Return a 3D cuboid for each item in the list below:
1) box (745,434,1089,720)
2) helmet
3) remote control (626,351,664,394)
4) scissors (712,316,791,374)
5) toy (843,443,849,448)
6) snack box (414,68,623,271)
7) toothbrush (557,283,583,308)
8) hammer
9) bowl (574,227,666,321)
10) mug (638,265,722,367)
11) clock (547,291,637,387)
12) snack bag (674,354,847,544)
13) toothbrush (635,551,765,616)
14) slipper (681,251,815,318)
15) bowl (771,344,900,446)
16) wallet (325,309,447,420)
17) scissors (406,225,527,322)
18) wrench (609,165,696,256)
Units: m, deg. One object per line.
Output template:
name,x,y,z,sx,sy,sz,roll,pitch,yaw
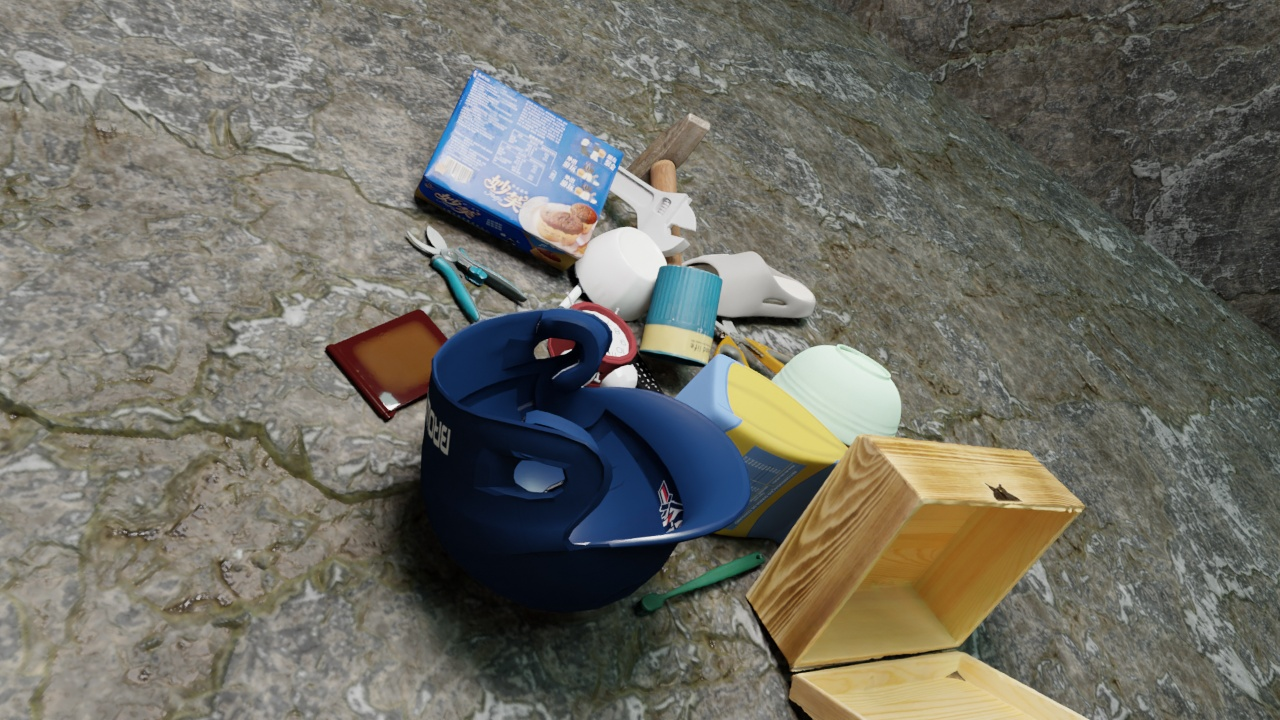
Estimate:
box,0.313,0.284,0.882,0.278,0.285,0.323,7,35,-37
helmet,-0.045,0.098,0.763,0.272,0.223,0.231,1,28,-2
remote control,-0.006,0.006,1.081,0.030,0.009,0.140,-8,57,-45
scissors,0.124,-0.018,1.177,0.225,0.016,0.215,36,28,20
toy,0.210,0.101,1.070,0.237,0.097,0.191,25,20,26
snack box,-0.143,-0.223,1.096,0.202,0.069,0.154,26,70,-18
toothbrush,-0.067,-0.093,1.131,0.017,0.012,0.186,39,36,-4
hammer,0.039,-0.182,1.234,0.037,0.158,0.300,19,53,-31
bowl,-0.018,-0.113,1.134,0.116,0.066,0.116,29,42,-30
mug,0.053,-0.049,1.099,0.083,0.107,0.113,8,-6,20
clock,-0.051,-0.010,1.026,0.096,0.048,0.137,16,41,-29
snack bag,0.117,0.110,0.955,0.205,0.159,0.102,30,36,-16
toothbrush,0.063,0.221,0.914,0.189,0.017,0.016,-7,56,-47
slipper,0.160,-0.117,1.286,0.265,0.081,0.113,4,39,-38
bowl,0.227,0.032,1.012,0.151,0.077,0.150,26,17,-9
wallet,-0.230,0.003,0.886,0.091,0.018,0.115,48,41,10
scissors,-0.194,-0.091,1.012,0.154,0.019,0.124,24,38,-17
wrench,-0.024,-0.224,1.233,0.273,0.087,0.018,39,4,36
